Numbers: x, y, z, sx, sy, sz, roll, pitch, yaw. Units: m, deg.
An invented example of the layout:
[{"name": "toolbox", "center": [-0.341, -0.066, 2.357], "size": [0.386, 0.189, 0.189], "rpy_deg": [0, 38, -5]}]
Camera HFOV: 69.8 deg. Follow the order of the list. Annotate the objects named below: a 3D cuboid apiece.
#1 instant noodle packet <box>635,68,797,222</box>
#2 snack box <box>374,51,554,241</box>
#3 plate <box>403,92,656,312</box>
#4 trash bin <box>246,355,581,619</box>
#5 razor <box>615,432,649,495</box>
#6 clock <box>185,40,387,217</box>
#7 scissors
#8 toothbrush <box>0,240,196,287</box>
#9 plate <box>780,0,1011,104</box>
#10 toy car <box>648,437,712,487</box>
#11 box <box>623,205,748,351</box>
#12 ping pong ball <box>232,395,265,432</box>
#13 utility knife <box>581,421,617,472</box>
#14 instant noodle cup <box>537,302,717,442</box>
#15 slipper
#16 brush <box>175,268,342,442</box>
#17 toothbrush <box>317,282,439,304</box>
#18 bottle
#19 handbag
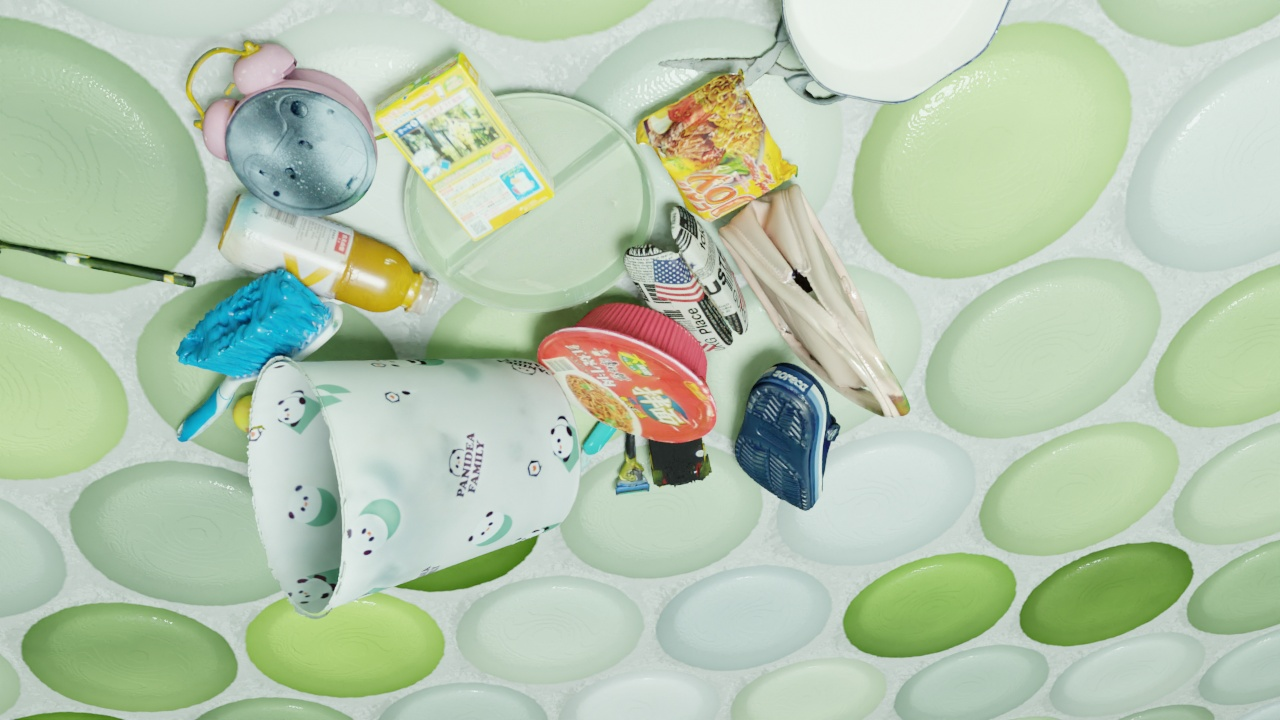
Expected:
[{"name": "instant noodle packet", "center": [0.069, -0.184, 0.818], "size": [0.111, 0.044, 0.128], "rpy_deg": [-24, 139, 18]}, {"name": "snack box", "center": [-0.145, -0.176, 0.773], "size": [0.087, 0.033, 0.140], "rpy_deg": [-27, 129, 14]}, {"name": "plate", "center": [-0.100, -0.142, 0.847], "size": [0.230, 0.027, 0.231], "rpy_deg": [-4, 131, -4]}, {"name": "trash bin", "center": [-0.210, 0.099, 0.876], "size": [0.251, 0.229, 0.230], "rpy_deg": [-7, 138, -41]}, {"name": "razor", "center": [-0.012, 0.106, 1.076], "size": [0.042, 0.022, 0.143], "rpy_deg": [-8, 134, -8]}, {"name": "clock", "center": [-0.292, -0.193, 0.756], "size": [0.158, 0.059, 0.117], "rpy_deg": [29, 122, -30]}, {"name": "scissors", "center": [0.108, -0.254, 0.794], "size": [0.159, 0.014, 0.181], "rpy_deg": [26, 125, -24]}, {"name": "toothbrush", "center": [-0.510, -0.088, 0.845], "size": [0.185, 0.012, 0.017], "rpy_deg": [10, 134, -17]}, {"name": "plate", "center": [0.203, -0.309, 0.723], "size": [0.204, 0.045, 0.205], "rpy_deg": [-7, 127, -10]}, {"name": "toy car", "center": [0.041, 0.091, 1.059], "size": [0.071, 0.041, 0.156], "rpy_deg": [-11, 133, 1]}, {"name": "box", "center": [0.045, -0.070, 0.896], "size": [0.087, 0.076, 0.162], "rpy_deg": [-22, 137, 15]}, {"name": "ping pong ball", "center": [-0.407, 0.056, 0.965], "size": [0.040, 0.040, 0.040], "rpy_deg": [-4, 131, -5]}, {"name": "utility knife", "center": [-0.042, 0.078, 1.055], "size": [0.029, 0.013, 0.223], "rpy_deg": [20, 123, -26]}, {"name": "instant noodle cup", "center": [-0.005, 0.005, 0.927], "size": [0.194, 0.065, 0.194], "rpy_deg": [17, 151, 10]}, {"name": "slipper", "center": [0.171, 0.076, 1.037], "size": [0.095, 0.105, 0.253], "rpy_deg": [-47, 151, -22]}, {"name": "brush", "center": [-0.397, 0.010, 0.880], "size": [0.315, 0.060, 0.109], "rpy_deg": [-25, 150, 27]}, {"name": "toothbrush", "center": [-0.287, -0.059, 0.899], "size": [0.180, 0.016, 0.016], "rpy_deg": [-8, 129, -1]}, {"name": "bottle", "center": [-0.280, -0.090, 0.838], "size": [0.189, 0.068, 0.068], "rpy_deg": [21, 124, -24]}, {"name": "handbag", "center": [0.175, -0.035, 0.841], "size": [0.093, 0.234, 0.193], "rpy_deg": [-33, 130, 9]}]
